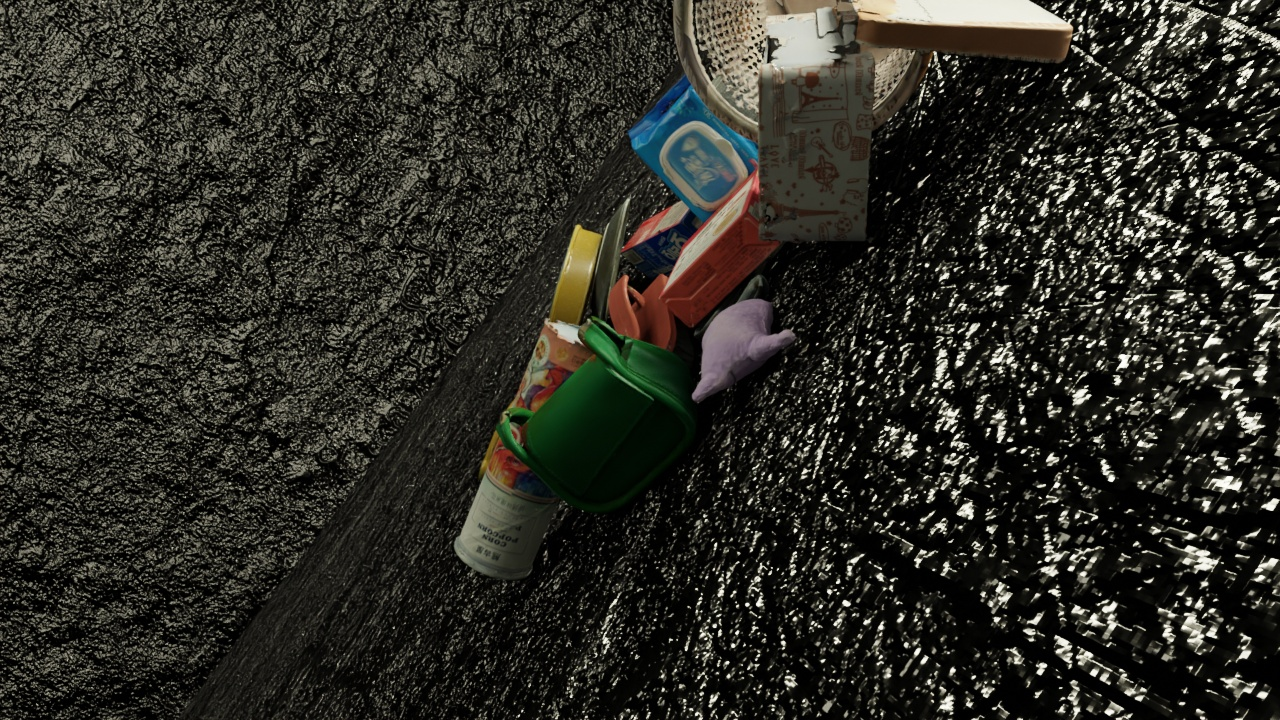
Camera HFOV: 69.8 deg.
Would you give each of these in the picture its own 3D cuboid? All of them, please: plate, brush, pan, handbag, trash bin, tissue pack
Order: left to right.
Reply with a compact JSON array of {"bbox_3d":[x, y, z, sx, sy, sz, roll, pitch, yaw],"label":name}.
[{"bbox_3d":[-0.130,-0.004,1.201,0.197,0.078,0.357,-119,45,-87],"label":"pan"},{"bbox_3d":[-0.028,0.041,0.690,0.132,0.120,0.067,-44,22,24],"label":"handbag"},{"bbox_3d":[-0.042,-0.119,1.169,0.179,0.024,0.179,179,102,-89],"label":"plate"},{"bbox_3d":[0.005,-0.027,0.828,0.063,0.069,0.145,-48,22,21],"label":"brush"},{"bbox_3d":[0.069,-0.191,0.886,0.095,0.157,0.052,-40,11,29],"label":"tissue pack"},{"bbox_3d":[0.167,-0.327,0.840,0.228,0.227,0.191,-42,4,36],"label":"trash bin"}]

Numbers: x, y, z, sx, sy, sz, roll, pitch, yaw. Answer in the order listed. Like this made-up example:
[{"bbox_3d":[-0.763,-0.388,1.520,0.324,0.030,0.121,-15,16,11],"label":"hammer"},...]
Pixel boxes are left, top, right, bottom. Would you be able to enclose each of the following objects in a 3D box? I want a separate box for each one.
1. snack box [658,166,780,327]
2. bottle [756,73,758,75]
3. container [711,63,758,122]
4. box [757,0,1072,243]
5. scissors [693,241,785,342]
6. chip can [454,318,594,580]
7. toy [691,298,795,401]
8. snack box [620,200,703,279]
[{"bbox_3d":[0.078,-0.103,0.826,0.113,0.044,0.126,-44,11,30],"label":"snack box"},{"bbox_3d":[0.142,-0.301,1.129,0.174,0.057,0.057,-56,14,-16],"label":"bottle"},{"bbox_3d":[0.110,-0.236,0.948,0.090,0.114,0.090,-53,13,-2],"label":"container"},{"bbox_3d":[0.184,-0.189,0.666,0.182,0.193,0.157,-74,-16,-57],"label":"box"},{"bbox_3d":[0.102,-0.080,0.795,0.171,0.014,0.159,-45,15,23],"label":"scissors"},{"bbox_3d":[-0.086,0.074,0.773,0.071,0.071,0.215,-113,45,-74],"label":"chip can"},{"bbox_3d":[0.074,-0.016,0.674,0.084,0.039,0.107,-32,15,18],"label":"toy"},{"bbox_3d":[0.041,-0.142,1.056,0.058,0.057,0.208,-53,13,-13],"label":"snack box"}]
